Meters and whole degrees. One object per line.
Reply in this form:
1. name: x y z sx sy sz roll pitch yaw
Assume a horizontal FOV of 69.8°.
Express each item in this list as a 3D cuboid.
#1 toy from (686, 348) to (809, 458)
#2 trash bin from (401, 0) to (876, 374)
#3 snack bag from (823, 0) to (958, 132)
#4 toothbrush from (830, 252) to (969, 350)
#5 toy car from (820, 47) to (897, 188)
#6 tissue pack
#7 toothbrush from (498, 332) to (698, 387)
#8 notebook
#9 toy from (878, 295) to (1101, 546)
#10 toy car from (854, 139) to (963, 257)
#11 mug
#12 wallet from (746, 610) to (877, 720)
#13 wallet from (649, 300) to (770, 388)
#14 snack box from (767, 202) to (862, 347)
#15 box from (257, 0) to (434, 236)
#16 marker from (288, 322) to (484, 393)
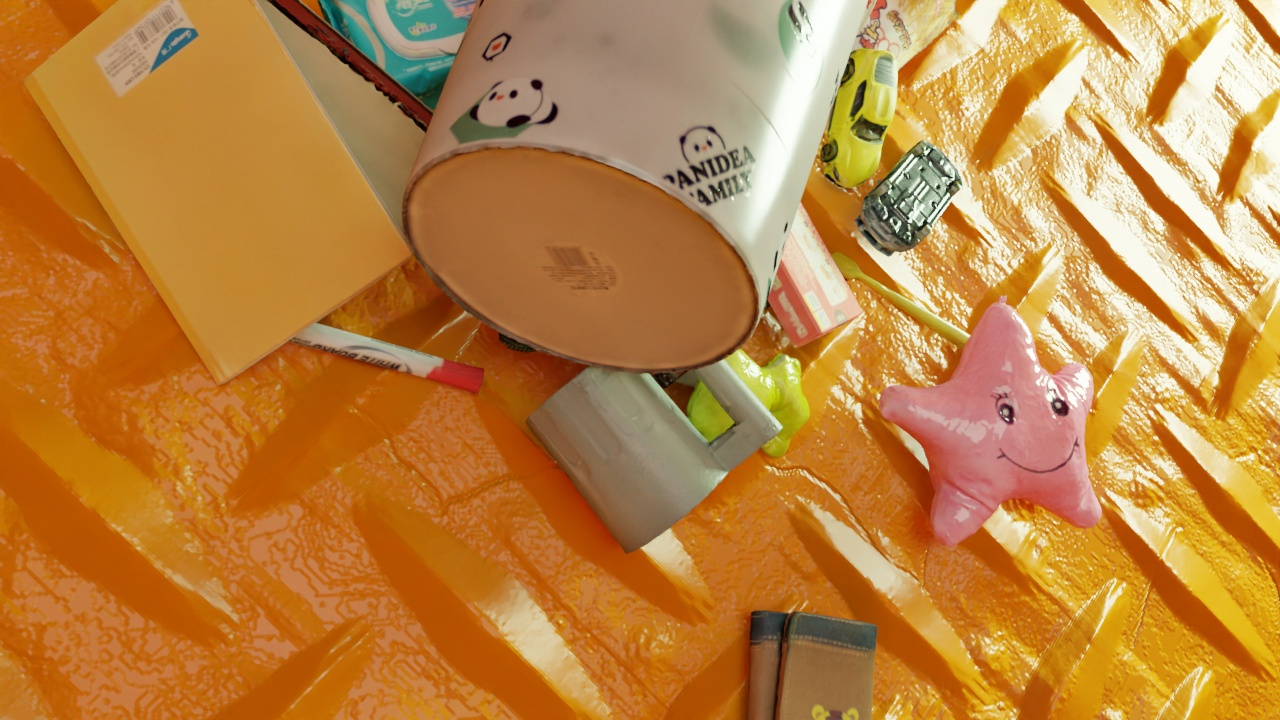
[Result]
1. toy: 0.074 0.030 0.617 0.100 0.031 0.097 -27 113 -28
2. trash bin: 0.002 -0.145 0.506 0.229 0.230 0.251 23 62 -13
3. snack bag: 0.156 -0.267 0.734 0.207 0.073 0.128 -37 90 -18
4. toothbrush: 0.221 -0.030 0.710 0.190 0.017 0.015 29 66 -12
5. toy car: 0.172 -0.184 0.703 0.048 0.032 0.105 3 106 -32
6. tissue pack: -0.142 -0.220 0.611 0.133 0.050 0.093 -25 86 -24
7. toothbrush: -0.004 0.004 0.619 0.191 0.018 0.016 13 66 -19
8. notebook: -0.237 -0.109 0.512 0.146 0.010 0.206 -32 93 12
9. toy: 0.258 0.041 0.667 0.194 0.075 0.178 0 84 -21
10. toy car: 0.213 -0.128 0.724 0.054 0.037 0.120 46 55 -2
11. mug: 0.006 0.040 0.562 0.124 0.083 0.103 -40 89 7
12. wallet: 0.108 0.222 0.589 0.090 0.033 0.115 12 75 -18
13. wallet: 0.026 -0.051 0.629 0.124 0.032 0.101 -36 85 -35
14. snack box: 0.099 -0.087 0.659 0.075 0.026 0.153 -23 83 -52
15. box: -0.188 -0.139 0.538 0.168 0.078 0.091 40 102 -5
16. marker: -0.167 -0.006 0.559 0.145 0.017 0.017 16 70 -15
